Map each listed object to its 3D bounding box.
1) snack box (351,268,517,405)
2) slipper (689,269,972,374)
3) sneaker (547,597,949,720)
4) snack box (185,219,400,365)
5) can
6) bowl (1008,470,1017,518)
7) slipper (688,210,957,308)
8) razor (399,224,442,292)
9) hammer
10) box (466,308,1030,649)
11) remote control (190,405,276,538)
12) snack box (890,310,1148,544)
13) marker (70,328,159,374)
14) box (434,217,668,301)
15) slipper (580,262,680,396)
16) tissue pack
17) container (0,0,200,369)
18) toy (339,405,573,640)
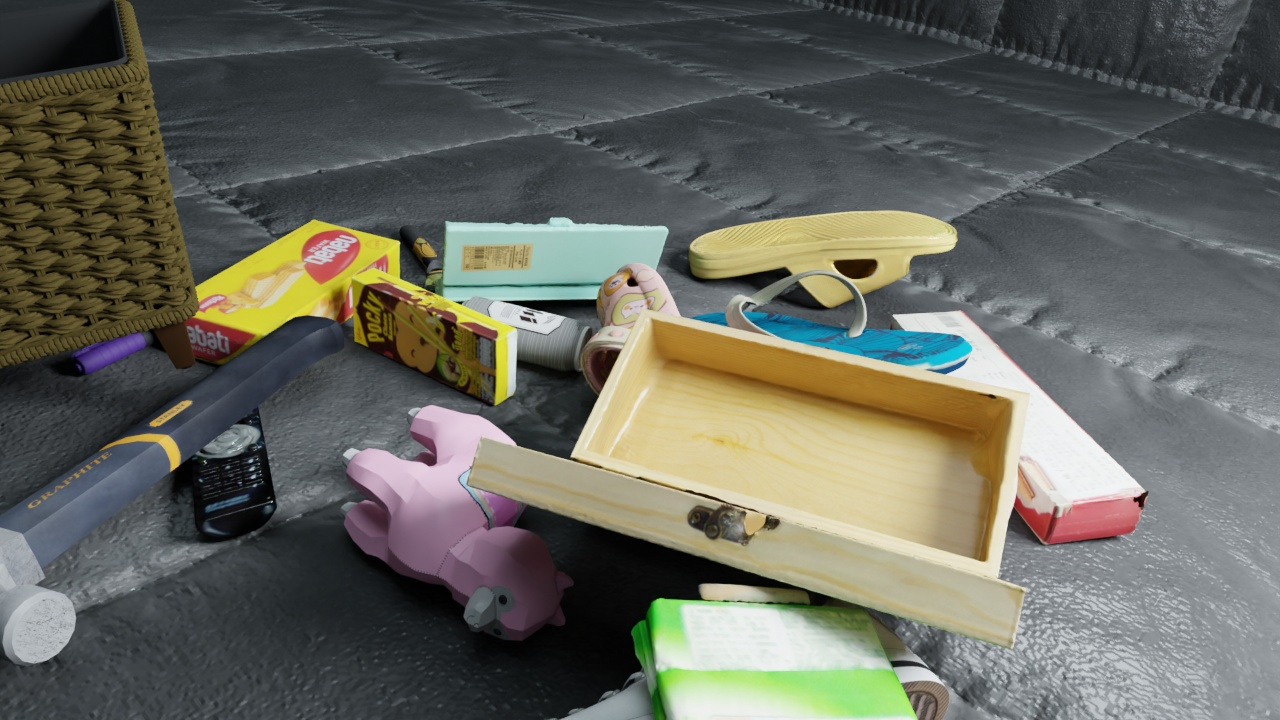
[{"bbox_3d":[-0.163,-0.020,0.719,0.149,0.061,0.025,22,34,23],"label":"snack box"},{"bbox_3d":[0.114,-0.028,0.706,0.118,0.060,0.295,-23,18,-32],"label":"slipper"},{"bbox_3d":[0.023,0.161,0.432,0.245,0.091,0.097,-9,34,-24],"label":"sneaker"},{"bbox_3d":[-0.291,-0.058,0.770,0.092,0.042,0.200,15,31,12],"label":"snack box"},{"bbox_3d":[-0.096,-0.021,0.755,0.107,0.044,0.043,14,31,9],"label":"can"},{"bbox_3d":[0.193,0.059,0.626,0.153,0.076,0.152,12,40,-11],"label":"bowl"},{"bbox_3d":[0.181,-0.100,0.929,0.264,0.078,0.099,-3,28,14],"label":"slipper"},{"bbox_3d":[-0.208,-0.100,0.887,0.044,0.021,0.144,-9,32,-27],"label":"razor"},{"bbox_3d":[-0.290,0.052,0.565,0.139,0.035,0.311,7,32,22],"label":"hammer"},{"bbox_3d":[0.073,0.066,0.505,0.248,0.119,0.252,13,19,19],"label":"box"},{"bbox_3d":[-0.265,0.064,0.593,0.045,0.021,0.140,-15,33,-20],"label":"remote control"},{"bbox_3d":[0.290,0.042,0.744,0.076,0.044,0.272,-5,32,-10],"label":"snack box"},{"bbox_3d":[-0.380,-0.023,0.716,0.018,0.015,0.133,45,36,0],"label":"marker"},{"bbox_3d":[-0.080,-0.076,0.794,0.186,0.055,0.138,-3,-12,-16],"label":"box"},{"bbox_3d":[-0.004,0.004,0.701,0.081,0.093,0.197,-12,41,-13],"label":"slipper"},{"bbox_3d":[0.058,0.138,0.362,0.114,0.034,0.099,6,34,-14],"label":"tissue pack"},{"bbox_3d":[-0.446,-0.075,0.558,0.320,0.205,0.176,-18,38,-21],"label":"container"},{"bbox_3d":[-0.099,0.094,0.539,0.157,0.067,0.123,25,33,19],"label":"toy"}]
